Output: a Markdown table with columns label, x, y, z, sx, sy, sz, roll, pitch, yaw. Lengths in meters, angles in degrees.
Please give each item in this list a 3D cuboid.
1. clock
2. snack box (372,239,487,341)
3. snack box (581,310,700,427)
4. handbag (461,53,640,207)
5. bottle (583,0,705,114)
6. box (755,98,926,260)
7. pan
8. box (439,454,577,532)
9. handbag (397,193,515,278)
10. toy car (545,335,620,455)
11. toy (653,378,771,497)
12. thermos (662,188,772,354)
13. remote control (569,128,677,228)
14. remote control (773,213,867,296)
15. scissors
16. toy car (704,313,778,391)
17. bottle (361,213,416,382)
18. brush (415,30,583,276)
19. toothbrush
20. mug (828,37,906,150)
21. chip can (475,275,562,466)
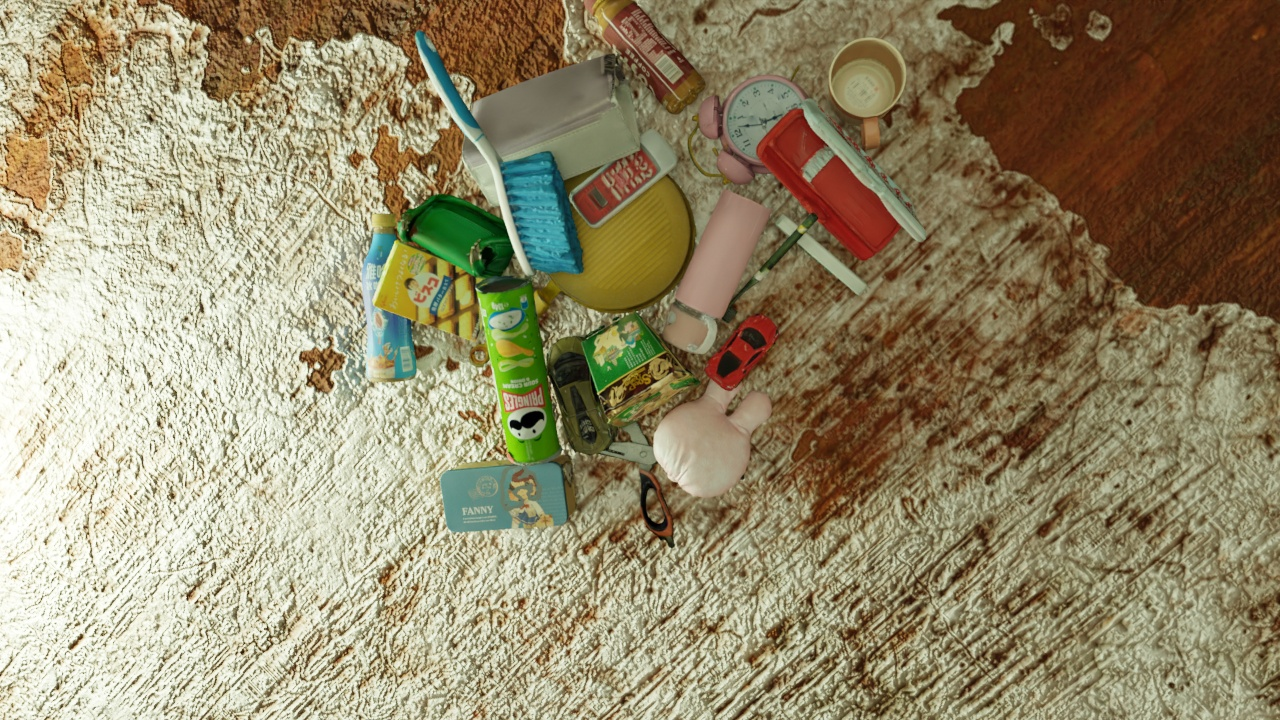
| label | x | y | z | sx | sy | sz | roll | pitch | yaw |
| --- | --- | --- | --- | --- | --- | --- | --- | --- | --- |
| clock | 0.133 | -0.276 | 1.095 | 0.159 | 0.059 | 0.117 | -24 | 94 | 13 |
| snack box | -0.261 | -0.088 | 1.173 | 0.140 | 0.034 | 0.087 | 21 | 98 | -22 |
| snack box | -0.007 | 0.007 | 1.137 | 0.118 | 0.117 | 0.105 | -30 | 76 | 6 |
| handbag | -0.106 | -0.281 | 1.105 | 0.197 | 0.098 | 0.144 | -17 | 49 | 13 |
| bottle | 0.002 | -0.380 | 1.108 | 0.057 | 0.057 | 0.175 | -41 | 89 | 12 |
| box | 0.232 | -0.196 | 1.034 | 0.201 | 0.101 | 0.095 | 41 | 101 | -20 |
| pan | -0.091 | -0.108 | 1.168 | 0.357 | 0.078 | 0.197 | -39 | 86 | 6 |
| box | -0.178 | 0.175 | 1.212 | 0.184 | 0.061 | 0.090 | -8 | 95 | 10 |
| handbag | -0.225 | -0.155 | 1.147 | 0.131 | 0.120 | 0.068 | 28 | 105 | 6 |
| toy car | -0.078 | 0.044 | 1.182 | 0.070 | 0.042 | 0.158 | -20 | 83 | 11 |
| toy | 0.092 | 0.091 | 1.144 | 0.121 | 0.054 | 0.159 | 40 | 81 | 8 |
| thermos | 0.094 | -0.103 | 1.114 | 0.067 | 0.087 | 0.199 | 19 | 101 | -29 |
| remote control | -0.021 | -0.219 | 1.106 | 0.136 | 0.020 | 0.056 | -37 | 86 | 7 |
| remote control | 0.216 | -0.127 | 1.102 | 0.135 | 0.056 | 0.019 | 41 | 102 | 2 |
| scissors | 0.023 | 0.131 | 1.190 | 0.189 | 0.015 | 0.222 | -26 | 89 | 11 |
| toy car | 0.127 | -0.013 | 1.135 | 0.049 | 0.031 | 0.106 | 42 | 82 | 9 |
| bottle | -0.332 | -0.082 | 1.204 | 0.065 | 0.065 | 0.219 | -1 | 97 | 10 |
| brush | -0.149 | -0.221 | 1.025 | 0.109 | 0.060 | 0.315 | -6 | 129 | 10 |
| toothbrush | 0.153 | -0.108 | 1.102 | 0.017 | 0.012 | 0.186 | 39 | 126 | -3 |
| mug | 0.258 | -0.298 | 1.046 | 0.082 | 0.105 | 0.114 | -8 | 96 | 11 |
| chip can | -0.152 | 0.013 | 1.150 | 0.072 | 0.072 | 0.236 | -4 | 111 | 11 |
